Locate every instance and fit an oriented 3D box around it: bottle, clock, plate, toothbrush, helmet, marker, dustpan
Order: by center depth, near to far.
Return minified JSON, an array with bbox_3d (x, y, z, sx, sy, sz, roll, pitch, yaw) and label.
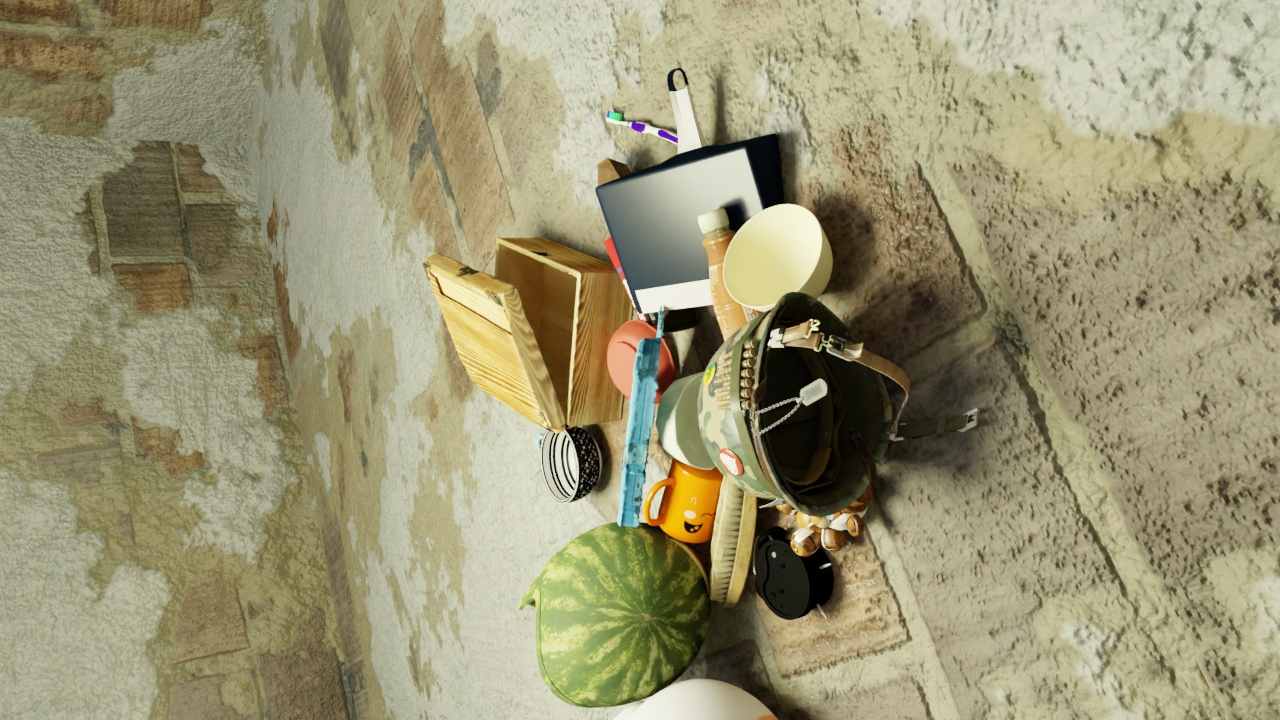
[{"bbox_3d":[0.163,0.041,0.873,0.237,0.192,0.223,-34,35,34],"label":"helmet"},{"bbox_3d":[0.104,-0.087,1.030,0.059,0.059,0.167,-9,102,57],"label":"bottle"},{"bbox_3d":[0.167,0.240,1.042,0.121,0.042,0.091,16,107,55],"label":"clock"},{"bbox_3d":[0.062,-0.207,1.099,0.237,0.079,0.273,-5,111,43],"label":"dustpan"},{"bbox_3d":[-0.024,0.318,1.166,0.213,0.243,0.247,52,169,-2],"label":"helmet"},{"bbox_3d":[0.033,-0.130,1.192,0.045,0.045,0.184,-26,73,55],"label":"bottle"},{"bbox_3d":[0.004,-0.315,1.239,0.187,0.015,0.016,34,117,49],"label":"toothbrush"},{"bbox_3d":[-0.023,-0.214,1.252,0.131,0.025,0.131,161,90,-75],"label":"plate"},{"bbox_3d":[-0.012,-0.103,1.261,0.145,0.021,0.023,65,166,8],"label":"marker"}]

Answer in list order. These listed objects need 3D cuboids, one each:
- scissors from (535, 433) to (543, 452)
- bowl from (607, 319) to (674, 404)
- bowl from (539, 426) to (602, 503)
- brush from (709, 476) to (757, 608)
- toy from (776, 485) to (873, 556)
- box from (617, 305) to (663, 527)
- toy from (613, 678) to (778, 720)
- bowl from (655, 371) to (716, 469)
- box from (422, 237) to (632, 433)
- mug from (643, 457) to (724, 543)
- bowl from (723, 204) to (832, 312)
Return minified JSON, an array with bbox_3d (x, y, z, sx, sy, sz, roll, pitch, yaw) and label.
[{"bbox_3d":[-0.141,0.122,1.521,0.137,0.012,0.127,18,108,57],"label":"scissors"},{"bbox_3d":[-0.007,0.007,1.256,0.122,0.035,0.122,25,125,42],"label":"bowl"},{"bbox_3d":[-0.098,0.155,1.409,0.120,0.066,0.120,11,104,56],"label":"bowl"},{"bbox_3d":[0.110,0.214,1.104,0.059,0.043,0.196,-89,5,-67],"label":"brush"},{"bbox_3d":[0.199,0.155,0.965,0.113,0.067,0.087,124,132,-60],"label":"toy"},{"bbox_3d":[0.004,0.069,1.144,0.174,0.033,0.232,-77,-6,-58],"label":"box"},{"bbox_3d":[0.073,0.511,1.029,0.281,0.265,0.263,30,123,32],"label":"toy"},{"bbox_3d":[0.061,0.071,1.107,0.061,0.117,0.117,1,95,47],"label":"bowl"},{"bbox_3d":[-0.178,-0.034,1.378,0.279,0.220,0.259,26,117,51],"label":"box"},{"bbox_3d":[0.054,0.168,1.140,0.077,0.112,0.096,46,130,48],"label":"mug"},{"bbox_3d":[0.157,-0.096,0.972,0.118,0.074,0.117,-19,58,34],"label":"bowl"}]
